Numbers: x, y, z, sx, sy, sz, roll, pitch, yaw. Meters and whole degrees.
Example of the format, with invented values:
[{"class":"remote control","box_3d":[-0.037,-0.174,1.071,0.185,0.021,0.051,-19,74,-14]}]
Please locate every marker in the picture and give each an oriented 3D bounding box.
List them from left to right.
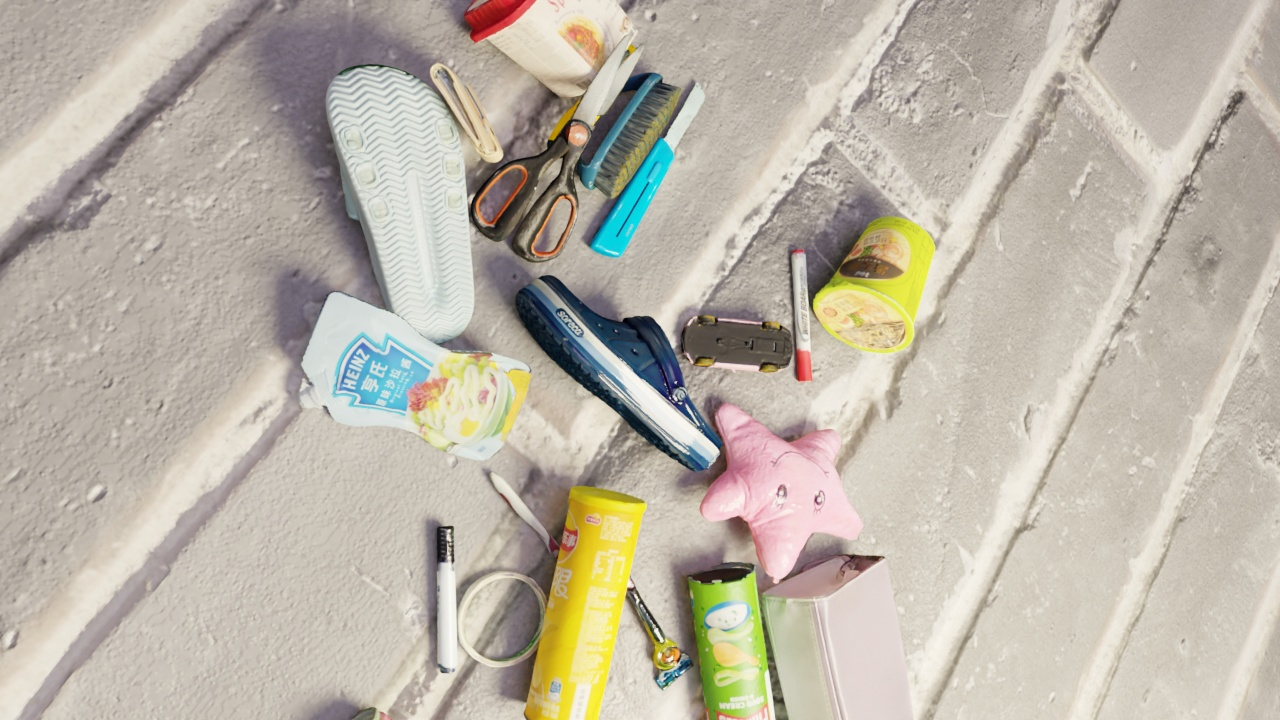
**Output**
[{"class":"marker","box_3d":[-0.174,0.213,0.823,0.018,0.023,0.130,-1,89,-14]},{"class":"marker","box_3d":[0.177,-0.049,1.008,0.017,0.017,0.145,-1,87,-25]}]

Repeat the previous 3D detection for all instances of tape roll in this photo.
[{"class":"tape roll","box_3d":[-0.126,0.238,0.846,0.085,0.014,0.085,2,85,-25]}]

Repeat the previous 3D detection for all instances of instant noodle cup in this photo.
[{"class":"instant noodle cup","box_3d":[-0.080,-0.320,0.862,0.124,0.117,0.116,41,70,-30]},{"class":"instant noodle cup","box_3d":[0.265,-0.090,1.009,0.111,0.112,0.123,39,63,-18]}]

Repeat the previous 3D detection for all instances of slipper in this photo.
[{"class":"slipper","box_3d":[-0.206,-0.134,0.807,0.103,0.074,0.245,-18,110,-26]},{"class":"slipper","box_3d":[-0.005,0.005,0.868,0.253,0.105,0.095,44,77,-18]}]

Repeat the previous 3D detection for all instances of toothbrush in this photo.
[{"class":"toothbrush","box_3d":[-0.086,0.178,0.869,0.017,0.016,0.187,-40,103,-12]}]

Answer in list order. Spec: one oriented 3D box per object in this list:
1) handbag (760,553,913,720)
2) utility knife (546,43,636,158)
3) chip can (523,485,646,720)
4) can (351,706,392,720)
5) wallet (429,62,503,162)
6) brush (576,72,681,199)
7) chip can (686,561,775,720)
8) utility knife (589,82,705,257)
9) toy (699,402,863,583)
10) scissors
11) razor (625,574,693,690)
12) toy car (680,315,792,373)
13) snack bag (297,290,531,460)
[{"class":"handbag","box_3d":[0.210,0.315,0.952,0.144,0.099,0.197,-12,90,-42]},{"class":"utility knife","box_3d":[-0.046,-0.255,0.892,0.033,0.015,0.156,24,71,23]},{"class":"chip can","box_3d":[-0.050,0.225,0.836,0.072,0.072,0.213,12,88,-24]},{"class":"can","box_3d":[-0.194,0.364,0.781,0.057,0.058,0.147,-46,105,-21]},{"class":"wallet","box_3d":[-0.151,-0.216,0.817,0.024,0.115,0.087,-31,100,2]},{"class":"brush","box_3d":[-0.020,-0.230,0.910,0.073,0.055,0.143,30,73,4]},{"class":"chip can","box_3d":[0.096,0.325,0.913,0.072,0.072,0.236,-7,88,-26]},{"class":"utility knife","box_3d":[0.014,-0.198,0.942,0.034,0.018,0.224,35,71,-18]},{"class":"toy","box_3d":[0.151,0.143,0.946,0.194,0.075,0.178,17,65,-21]},{"class":"scissors","box_3d":[-0.079,-0.204,0.847,0.152,0.021,0.235,8,107,-14]},{"class":"razor","box_3d":[0.008,0.256,0.904,0.042,0.022,0.143,-32,99,-26]},{"class":"toy car","box_3d":[0.101,-0.017,0.960,0.122,0.037,0.056,6,81,-12]},{"class":"snack bag","box_3d":[-0.199,0.020,0.804,0.191,0.038,0.110,20,112,-24]}]
